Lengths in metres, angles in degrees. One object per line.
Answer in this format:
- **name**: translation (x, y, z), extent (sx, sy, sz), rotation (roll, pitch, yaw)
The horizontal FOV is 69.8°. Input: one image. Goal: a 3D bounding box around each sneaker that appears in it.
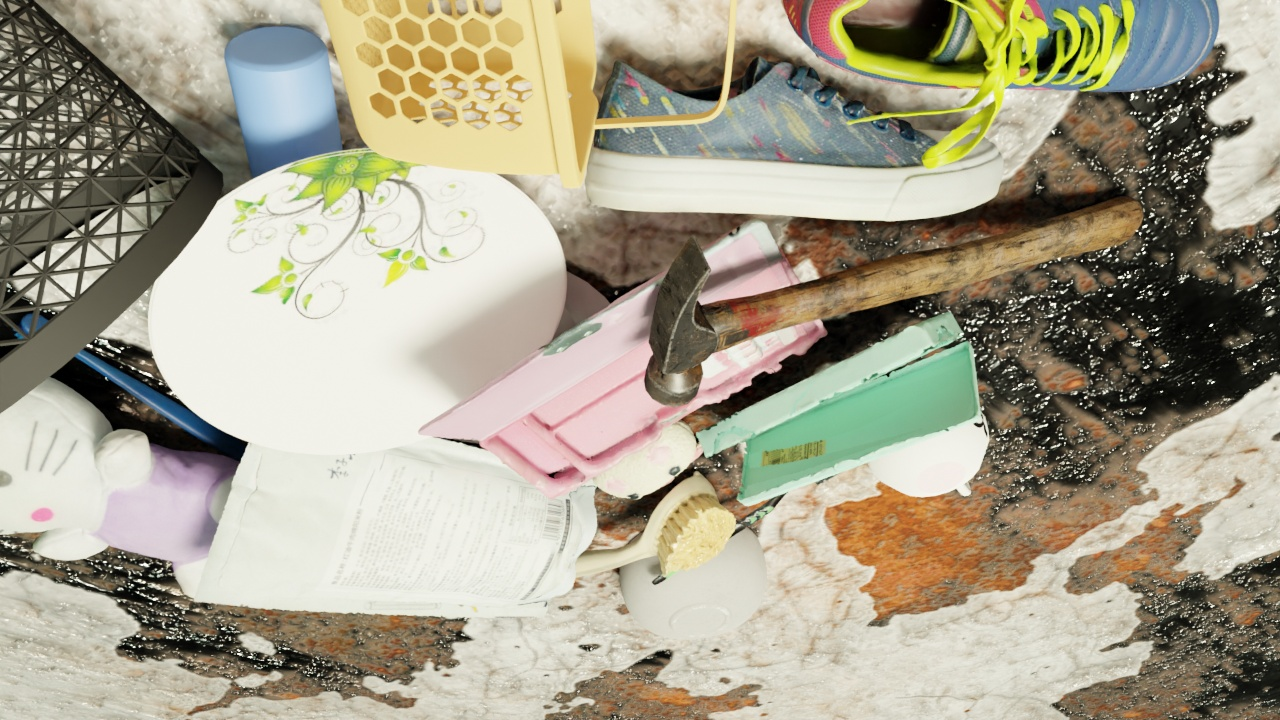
- **sneaker**: translation (0.188, -0.160, 0.456), extent (0.241, 0.091, 0.116), rotation (2, 131, -11)
- **sneaker**: translation (0.088, -0.121, 0.493), extent (0.235, 0.087, 0.079), rotation (-1, 109, -10)

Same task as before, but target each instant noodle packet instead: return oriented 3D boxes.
- **instant noodle packet**: translation (-0.159, 0.118, 0.661), extent (0.268, 0.057, 0.147), rotation (17, 98, -36)

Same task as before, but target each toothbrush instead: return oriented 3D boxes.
- **toothbrush**: translation (0.088, 0.133, 0.750), extent (0.188, 0.017, 0.014), rotation (-36, 137, 4)
- **toothbrush**: translation (-0.331, 0.029, 0.623), extent (0.017, 0.016, 0.190), rotation (-23, 134, 24)

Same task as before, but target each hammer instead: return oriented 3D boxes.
- **hammer**: translation (0.162, -0.055, 0.535), extent (0.329, 0.033, 0.120), rotation (-15, 150, -17)

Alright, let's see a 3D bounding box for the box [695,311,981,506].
- **box**: translation (0.139, 0.043, 0.625), extent (0.189, 0.079, 0.077), rotation (-30, 173, 34)

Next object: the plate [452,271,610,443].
- **plate**: translation (-0.095, -0.007, 0.618), extent (0.173, 0.019, 0.173), rotation (-4, 135, -4)

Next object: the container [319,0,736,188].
- **container**: translation (-0.044, -0.179, 0.375), extent (0.167, 0.129, 0.184), rotation (-1, 133, 8)

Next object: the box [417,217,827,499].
- **box**: translation (-0.007, -0.003, 0.580), extent (0.233, 0.055, 0.180), rotation (-31, 151, 10)

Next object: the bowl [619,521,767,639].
- **bowl**: translation (0.049, 0.203, 0.813), extent (0.132, 0.064, 0.132), rotation (-4, 135, -4)

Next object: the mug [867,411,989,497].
- **mug**: translation (0.221, 0.066, 0.694), extent (0.090, 0.076, 0.124), rotation (-32, 130, 22)

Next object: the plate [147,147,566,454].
- **plate**: translation (-0.156, -0.031, 0.532), extent (0.229, 0.030, 0.230), rotation (-16, 140, -14)

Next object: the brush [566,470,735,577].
- **brush**: translation (-0.046, 0.166, 0.770), extent (0.273, 0.077, 0.062), rotation (-24, 124, 22)

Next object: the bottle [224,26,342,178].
- **bottle**: translation (-0.182, -0.105, 0.488), extent (0.048, 0.048, 0.131), rotation (0, 134, -8)

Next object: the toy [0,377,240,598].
- **toy**: translation (-0.361, 0.076, 0.610), extent (0.209, 0.085, 0.138), rotation (27, 126, -24)

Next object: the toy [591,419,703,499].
- **toy**: translation (0.001, 0.071, 0.691), extent (0.087, 0.050, 0.112), rotation (-34, 138, 23)

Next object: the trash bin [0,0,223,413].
- **trash bin**: translation (-0.343, -0.106, 0.364), extent (0.217, 0.216, 0.243), rotation (-23, 126, 14)

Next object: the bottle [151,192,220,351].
- **bottle**: translation (-0.264, -0.046, 0.540), extent (0.042, 0.042, 0.110), rotation (12, 130, -19)
